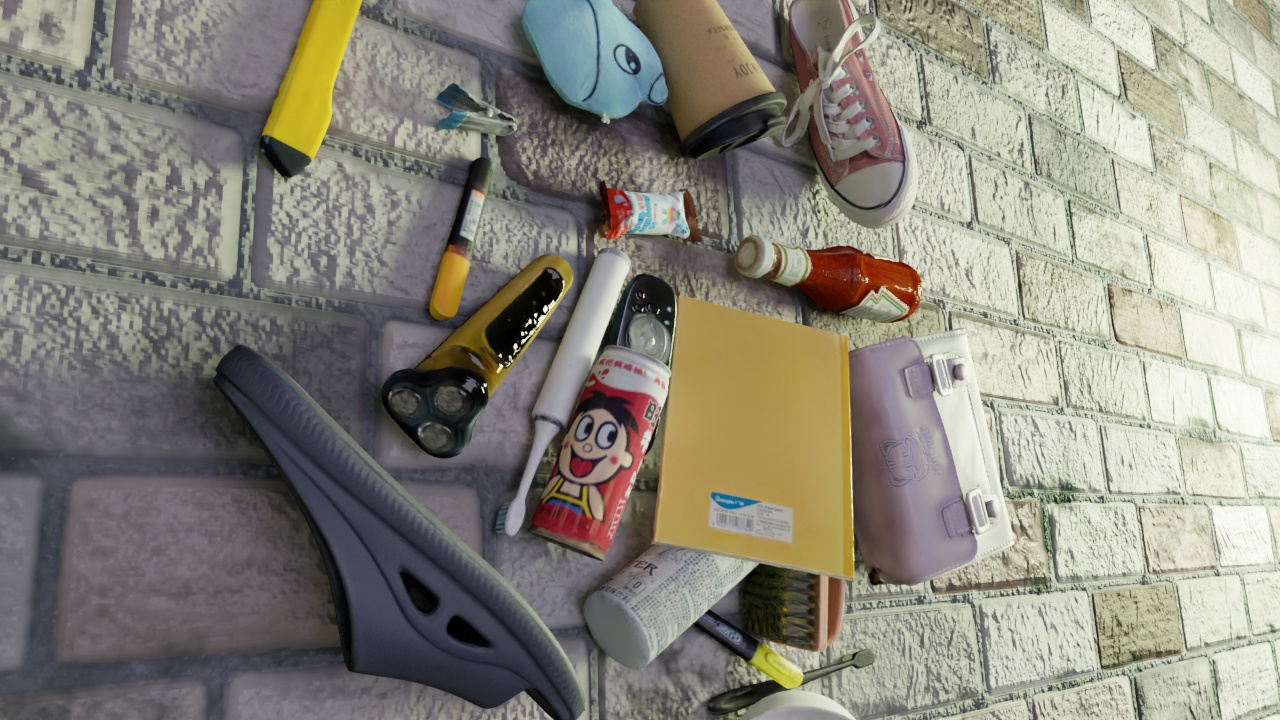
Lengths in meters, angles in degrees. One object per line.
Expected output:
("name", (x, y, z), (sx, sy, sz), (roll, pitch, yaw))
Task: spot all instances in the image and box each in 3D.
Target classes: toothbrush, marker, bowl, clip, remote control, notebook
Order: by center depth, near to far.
("marker", (-0.117, -0.082, 0.603), (0.018, 0.015, 0.123), (28, 60, -34))
("clip", (-0.109, -0.166, 0.622), (0.058, 0.027, 0.044), (10, 66, -38))
("toothbrush", (-0.052, 0.017, 0.624), (0.026, 0.026, 0.220), (40, 57, -35))
("bowl", (0.112, 0.280, 0.663), (0.118, 0.118, 0.064), (58, 12, -13))
("remote control", (-0.004, 0.004, 0.666), (0.053, 0.024, 0.136), (20, 71, -30))
("notebook", (0.087, 0.050, 0.674), (0.146, 0.010, 0.205), (12, 56, -9))
("marker", (0.075, 0.210, 0.682), (0.124, 0.015, 0.018), (38, 54, -18))
("toothbrush", (0.120, 0.250, 0.719), (0.180, 0.018, 0.015), (-1, 79, -38))

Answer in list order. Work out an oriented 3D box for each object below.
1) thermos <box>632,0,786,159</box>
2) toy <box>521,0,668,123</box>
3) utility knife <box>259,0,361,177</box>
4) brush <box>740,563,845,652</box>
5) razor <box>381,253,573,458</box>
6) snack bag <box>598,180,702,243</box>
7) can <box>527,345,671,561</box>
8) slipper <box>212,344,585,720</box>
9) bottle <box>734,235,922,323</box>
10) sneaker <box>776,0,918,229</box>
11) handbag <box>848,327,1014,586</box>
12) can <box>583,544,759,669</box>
("thermos", (0.053, -0.231, 0.734), (0.092, 0.093, 0.143), (-24, 88, -41))
("toy", (-0.045, -0.247, 0.679), (0.161, 0.050, 0.156), (12, 70, -31))
("utility knife", (-0.195, -0.188, 0.562), (0.033, 0.015, 0.177), (29, 61, -38))
("brush", (0.123, 0.145, 0.705), (0.073, 0.063, 0.145), (9, 78, -27))
("razor", (-0.092, -0.012, 0.578), (0.062, 0.068, 0.167), (52, 46, -19))
("snack bag", (0.006, -0.112, 0.703), (0.105, 0.026, 0.045), (-5, 80, -43))
("can", (-0.025, 0.059, 0.602), (0.053, 0.053, 0.132), (30, 73, -31))
("slipper", (-0.141, 0.112, 0.488), (0.083, 0.111, 0.268), (-45, 104, -20))
("bottle", (0.167, -0.075, 0.808), (0.205, 0.060, 0.059), (8, 74, -38))
("sneaker", (0.178, -0.235, 0.825), (0.087, 0.118, 0.241), (3, 71, -57))
("handbag", (0.233, 0.079, 0.784), (0.144, 0.099, 0.197), (-11, 86, -35))
("can", (0.030, 0.149, 0.639), (0.146, 0.058, 0.058), (-30, 99, -40))
